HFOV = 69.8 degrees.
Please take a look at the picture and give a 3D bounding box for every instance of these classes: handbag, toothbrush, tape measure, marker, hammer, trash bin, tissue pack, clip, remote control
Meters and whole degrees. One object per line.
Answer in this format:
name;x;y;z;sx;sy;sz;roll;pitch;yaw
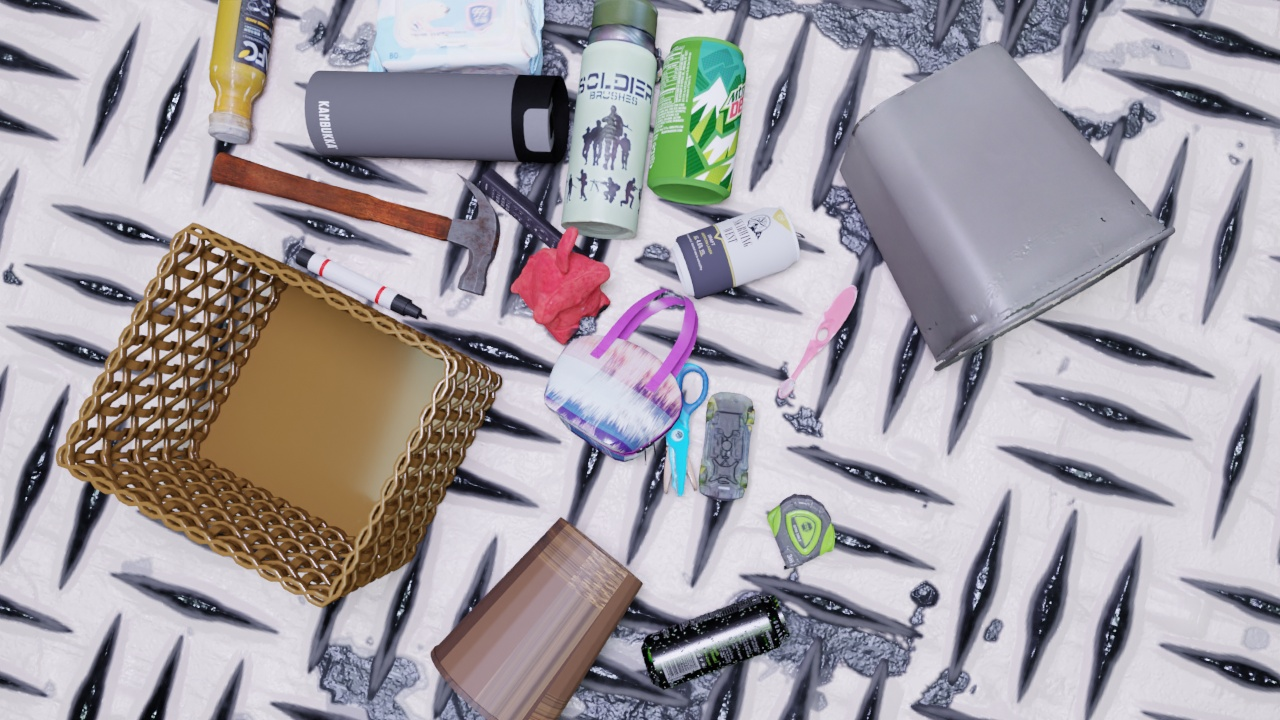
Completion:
handbag;-0.005;0.005;0.892;0.144;0.068;0.169;31;78;23
toothbrush;0.176;-0.019;0.912;0.021;0.016;0.135;34;88;4
tape measure;0.157;0.162;0.890;0.059;0.036;0.065;-19;89;9
marker;-0.280;-0.075;0.927;0.145;0.019;0.019;26;87;3
hammer;-0.289;-0.159;0.930;0.301;0.028;0.111;15;87;3
trash bin;0.309;-0.139;0.839;0.197;0.197;0.220;-29;79;-1
tissue pack;-0.185;-0.339;0.920;0.182;0.070;0.112;0;86;2
clip;0.032;0.105;0.904;0.039;0.024;0.060;-20;75;-3
remote control;-0.105;-0.140;0.922;0.136;0.032;0.015;40;68;2

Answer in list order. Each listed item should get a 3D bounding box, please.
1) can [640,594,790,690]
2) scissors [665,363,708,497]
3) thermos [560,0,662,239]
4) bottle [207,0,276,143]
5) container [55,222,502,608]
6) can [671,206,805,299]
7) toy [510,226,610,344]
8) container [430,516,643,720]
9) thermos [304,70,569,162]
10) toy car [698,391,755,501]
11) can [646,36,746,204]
can;0.070;0.267;0.874;0.137;0.054;0.054;-20;85;0
scissors;0.036;0.067;0.897;0.066;0.015;0.134;-3;70;7
thermos;-0.024;-0.240;0.906;0.082;0.082;0.231;6;85;2
bottle;-0.406;-0.316;0.932;0.053;0.053;0.186;6;86;2
container;-0.297;0.049;0.820;0.251;0.214;0.219;27;87;3
can;0.098;-0.108;0.897;0.127;0.064;0.064;-19;85;0
toy;-0.086;-0.084;0.873;0.088;0.133;0.094;-37;72;-20
container;-0.088;0.243;0.849;0.132;0.132;0.167;38;82;4
thermos;-0.195;-0.239;0.898;0.240;0.082;0.082;3;85;6
toy car;0.084;0.084;0.898;0.048;0.033;0.105;7;82;4
can;0.056;-0.232;0.898;0.083;0.083;0.144;8;86;2
